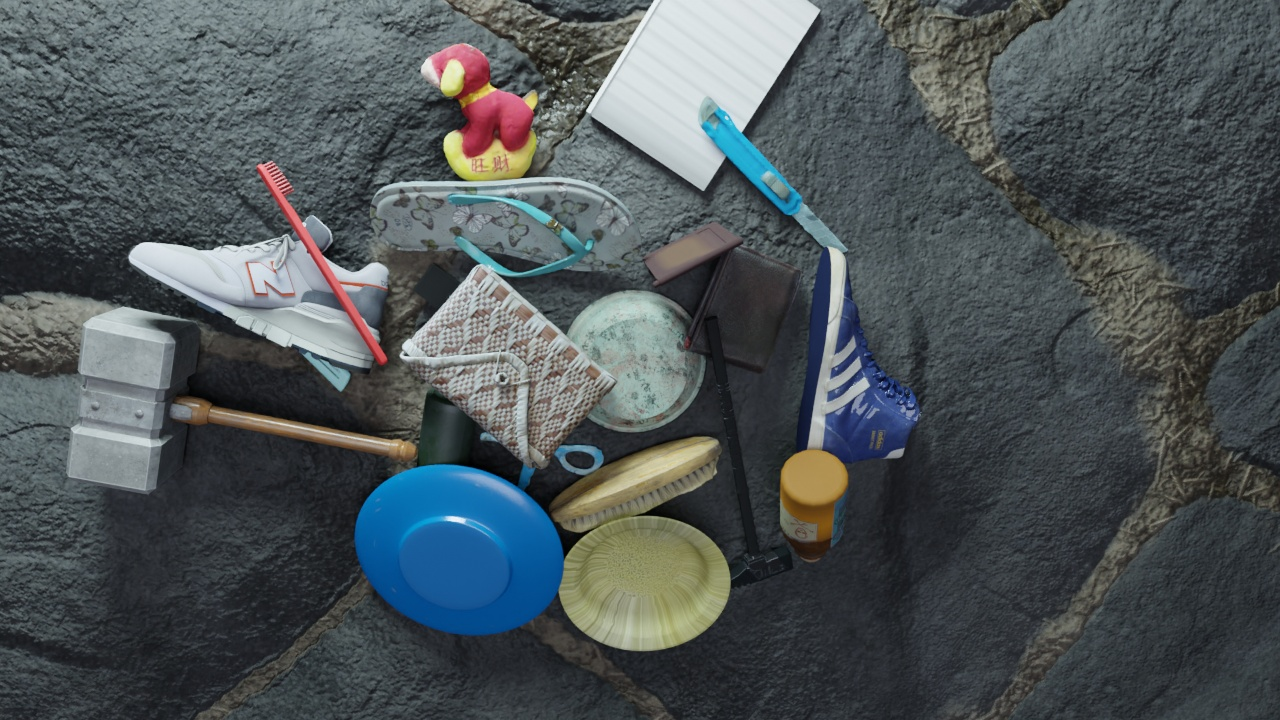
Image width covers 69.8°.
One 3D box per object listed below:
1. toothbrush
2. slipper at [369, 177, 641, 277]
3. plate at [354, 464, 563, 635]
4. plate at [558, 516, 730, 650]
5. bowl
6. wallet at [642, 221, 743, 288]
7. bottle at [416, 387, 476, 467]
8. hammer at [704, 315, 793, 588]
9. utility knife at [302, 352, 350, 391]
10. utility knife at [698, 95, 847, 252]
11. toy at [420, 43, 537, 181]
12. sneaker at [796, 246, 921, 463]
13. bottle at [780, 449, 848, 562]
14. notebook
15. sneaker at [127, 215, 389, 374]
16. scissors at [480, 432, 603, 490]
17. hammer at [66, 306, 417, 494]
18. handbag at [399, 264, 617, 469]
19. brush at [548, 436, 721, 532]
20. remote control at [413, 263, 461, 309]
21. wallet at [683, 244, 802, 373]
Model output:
[{"bbox_3d":[-0.293,-0.090,0.862,0.017,0.012,0.212,-37,106,-30],"label":"toothbrush"},{"bbox_3d":[-0.130,-0.131,0.896,0.268,0.054,0.098,6,125,-5],"label":"slipper"},{"bbox_3d":[-0.193,0.210,0.964,0.224,0.024,0.225,2,117,4],"label":"plate"},{"bbox_3d":[0.004,0.235,1.004,0.184,0.036,0.185,0,117,-1],"label":"plate"},{"bbox_3d":[-0.006,0.005,0.960,0.157,0.038,0.157,-1,103,-5],"label":"bowl"},{"bbox_3d":[0.047,-0.104,0.900,0.091,0.115,0.018,-27,105,1],"label":"wallet"},{"bbox_3d":[-0.209,0.115,0.961,0.055,0.055,0.174,11,107,-7],"label":"bottle"},{"bbox_3d":[0.094,0.104,0.962,0.095,0.015,0.325,-17,116,-10],"label":"hammer"},{"bbox_3d":[-0.359,-0.033,0.935,0.022,0.015,0.166,-43,99,6],"label":"utility knife"},{"bbox_3d":[0.136,-0.183,0.940,0.221,0.015,0.031,41,100,-19],"label":"utility knife"},{"bbox_3d":[-0.148,-0.237,0.883,0.105,0.067,0.137,-21,111,2],"label":"toy"},{"bbox_3d":[0.238,0.003,0.954,0.118,0.091,0.233,4,103,-1],"label":"sneaker"},{"bbox_3d":[0.182,0.165,0.975,0.068,0.067,0.157,-13,139,-2],"label":"bottle"},{"bbox_3d":[0.062,-0.298,0.913,0.142,0.009,0.210,32,98,-12],"label":"notebook"},{"bbox_3d":[-0.350,-0.087,0.889,0.239,0.089,0.124,29,84,-18],"label":"sneaker"},{"bbox_3d":[-0.103,0.078,0.983,0.134,0.011,0.140,6,102,-5],"label":"scissors"},{"bbox_3d":[-0.382,0.062,0.916,0.317,0.083,0.163,12,101,-8],"label":"hammer"},{"bbox_3d":[-0.128,0.009,0.901,0.186,0.047,0.124,42,88,-11],"label":"handbag"},{"bbox_3d":[-0.003,0.132,0.979,0.195,0.059,0.043,-23,117,-3],"label":"brush"},{"bbox_3d":[-0.163,-0.041,0.948,0.150,0.013,0.034,37,97,-12],"label":"remote control"},{"bbox_3d":[0.107,-0.054,0.949,0.099,0.031,0.120,17,99,-30],"label":"wallet"}]
